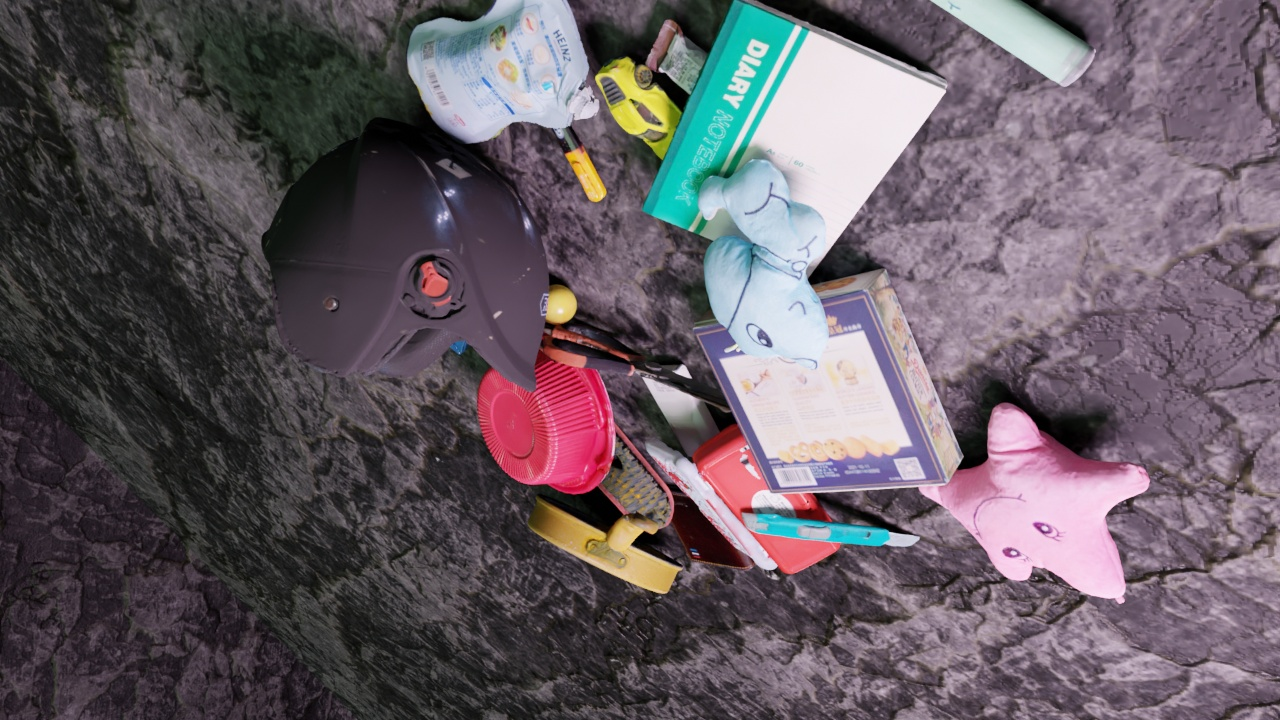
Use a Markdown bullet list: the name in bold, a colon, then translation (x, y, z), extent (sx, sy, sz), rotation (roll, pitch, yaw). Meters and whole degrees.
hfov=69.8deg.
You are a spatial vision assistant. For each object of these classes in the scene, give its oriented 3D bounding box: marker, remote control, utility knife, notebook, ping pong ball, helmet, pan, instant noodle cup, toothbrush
- **marker**: translation (-0.063, -0.190, 0.780), extent (0.018, 0.015, 0.124), rotation (-8, 122, 37)
- **remote control**: translation (0.046, 0.054, 0.949), extent (0.049, 0.024, 0.125), rotation (-3, 128, 39)
- **utility knife**: translation (0.188, 0.170, 0.913), extent (0.179, 0.013, 0.029), rotation (6, 127, -1)
- **notebook**: translation (0.098, -0.149, 0.665), extent (0.150, 0.012, 0.210), rotation (22, 144, -5)
- **ping pong ball**: translation (-0.084, -0.056, 0.920), extent (0.040, 0.040, 0.040), rotation (22, 141, 19)
- **helmet**: translation (-0.196, -0.082, 0.829), extent (0.274, 0.230, 0.233), rotation (25, 180, -2)
- **pan**: translation (-0.028, 0.199, 1.037), extent (0.197, 0.078, 0.358), rotation (26, 173, -3)
- **instant noodle cup**: translation (-0.115, 0.061, 0.989), extent (0.194, 0.065, 0.194), rotation (20, 119, 42)
- **toothbrush**: translation (0.165, -0.233, 0.539), extent (0.224, 0.026, 0.027), rotation (35, 165, 3)

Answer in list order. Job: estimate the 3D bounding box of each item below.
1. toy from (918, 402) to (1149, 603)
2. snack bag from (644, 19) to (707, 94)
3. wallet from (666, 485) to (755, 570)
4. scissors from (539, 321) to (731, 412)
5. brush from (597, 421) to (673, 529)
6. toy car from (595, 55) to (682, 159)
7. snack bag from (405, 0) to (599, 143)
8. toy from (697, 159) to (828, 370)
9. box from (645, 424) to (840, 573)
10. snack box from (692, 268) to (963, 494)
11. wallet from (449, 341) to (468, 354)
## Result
- **toy**: translation (0.330, 0.122, 0.744), extent (0.178, 0.074, 0.195), rotation (45, 148, 13)
- **snack bag**: translation (0.053, -0.200, 0.664), extent (0.104, 0.026, 0.048), rotation (37, 144, 2)
- **wallet**: translation (0.074, 0.196, 1.085), extent (0.097, 0.020, 0.122), rotation (-3, 126, 41)
- **scissors**: translation (-0.010, 0.009, 0.880), extent (0.207, 0.191, 0.015), rotation (-133, 51, -56)
- **brush**: translation (-0.016, 0.134, 1.053), extent (0.146, 0.063, 0.069), rotation (49, 177, -8)
- **toy car**: translation (0.007, -0.184, 0.698), extent (0.105, 0.032, 0.048), rotation (43, 164, -21)
- **snack bag**: translation (-0.113, -0.235, 0.742), extent (0.191, 0.038, 0.110), rotation (3, 118, 43)
- **toy**: translation (0.093, -0.064, 0.702), extent (0.161, 0.049, 0.157), rotation (45, 141, 5)
- **box**: translation (0.104, 0.147, 0.950), extent (0.155, 0.073, 0.201), rotation (-13, 129, 36)
- **snack box**: translation (0.156, 0.026, 0.784), extent (0.178, 0.045, 0.182), rotation (-11, 111, 45)
- **wallet**: translation (-0.221, -0.074, 1.017), extent (0.106, 0.040, 0.133), rotation (39, 144, 5)
